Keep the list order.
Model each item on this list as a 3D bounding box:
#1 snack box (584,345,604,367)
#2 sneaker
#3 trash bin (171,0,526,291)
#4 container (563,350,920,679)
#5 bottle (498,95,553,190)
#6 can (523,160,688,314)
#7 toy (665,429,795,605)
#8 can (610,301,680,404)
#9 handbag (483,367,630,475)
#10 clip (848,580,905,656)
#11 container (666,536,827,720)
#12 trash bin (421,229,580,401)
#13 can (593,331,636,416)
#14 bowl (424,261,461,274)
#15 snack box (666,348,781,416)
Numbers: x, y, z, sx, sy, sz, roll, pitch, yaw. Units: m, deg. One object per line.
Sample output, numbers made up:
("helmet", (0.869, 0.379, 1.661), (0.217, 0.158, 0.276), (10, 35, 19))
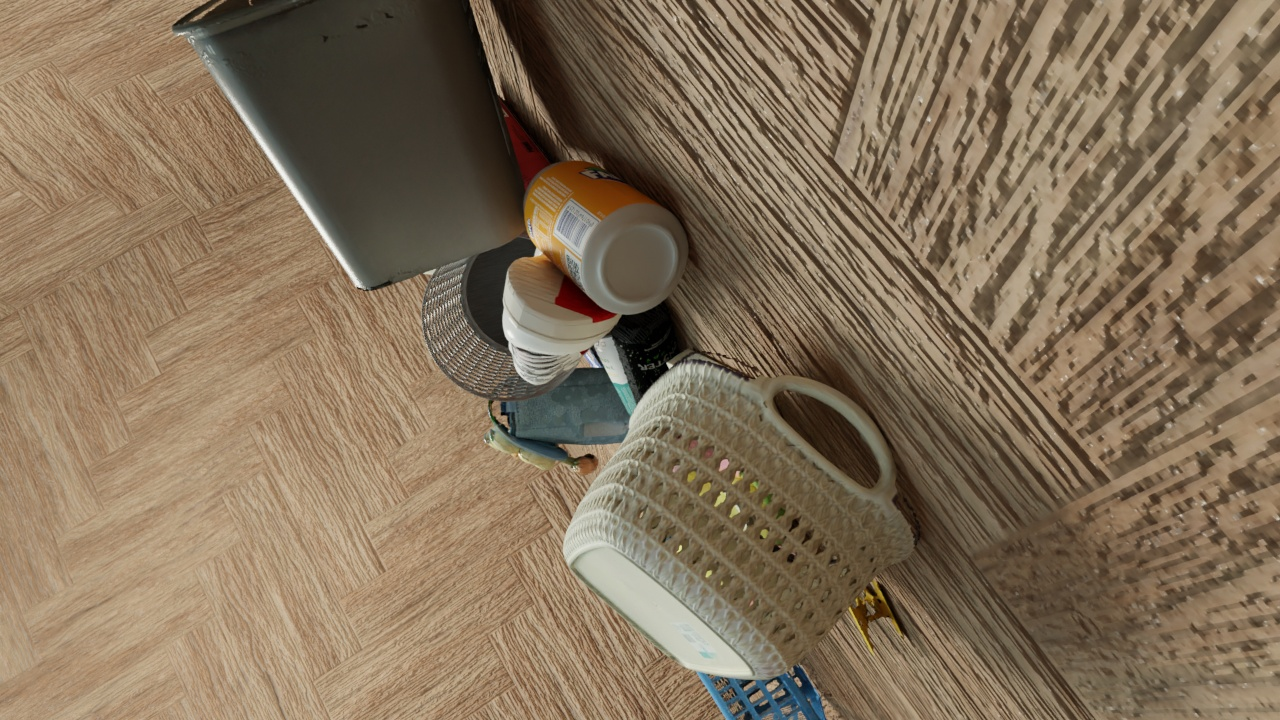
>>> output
("snack box", (-0.053, -0.013, 1.146), (0.150, 0.027, 0.082), (52, 167, 35))
("sneaker", (-0.070, -0.024, 0.728), (0.090, 0.104, 0.236), (19, -166, -7))
("trash bin", (-0.197, -0.196, 0.711), (0.197, 0.197, 0.220), (-107, -3, -58))
("container", (0.050, 0.109, 0.595), (0.185, 0.143, 0.252), (40, 160, 1))
("bottle", (-0.114, -0.177, 0.864), (0.176, 0.062, 0.062), (53, 169, 25))
("can", (-0.030, -0.093, 0.662), (0.142, 0.079, 0.079), (45, 163, 53))
("toy", (0.074, 0.149, 0.830), (0.238, 0.087, 0.190), (48, 128, 44))
("can", (0.010, 0.000, 0.813), (0.054, 0.054, 0.138), (51, 168, 36))
("handbag", (-0.075, 0.067, 1.009), (0.122, 0.192, 0.118), (149, 121, -79))
("clip", (0.172, 0.186, 0.683), (0.048, 0.046, 0.054), (-15, 110, 45))
("container", (0.076, 0.281, 1.082), (0.362, 0.089, 0.257), (56, -179, 14))
("trash bin", (-0.126, -0.057, 0.934), (0.156, 0.156, 0.183), (60, -175, -11))
("can", (-0.005, 0.005, 0.898), (0.102, 0.055, 0.055), (64, 169, -27))
("bowl", (-0.192, -0.163, 1.008), (0.060, 0.220, 0.188), (34, -149, -7))
("snack box", (0.072, 0.043, 0.721), (0.082, 0.026, 0.150), (62, 169, -20))
